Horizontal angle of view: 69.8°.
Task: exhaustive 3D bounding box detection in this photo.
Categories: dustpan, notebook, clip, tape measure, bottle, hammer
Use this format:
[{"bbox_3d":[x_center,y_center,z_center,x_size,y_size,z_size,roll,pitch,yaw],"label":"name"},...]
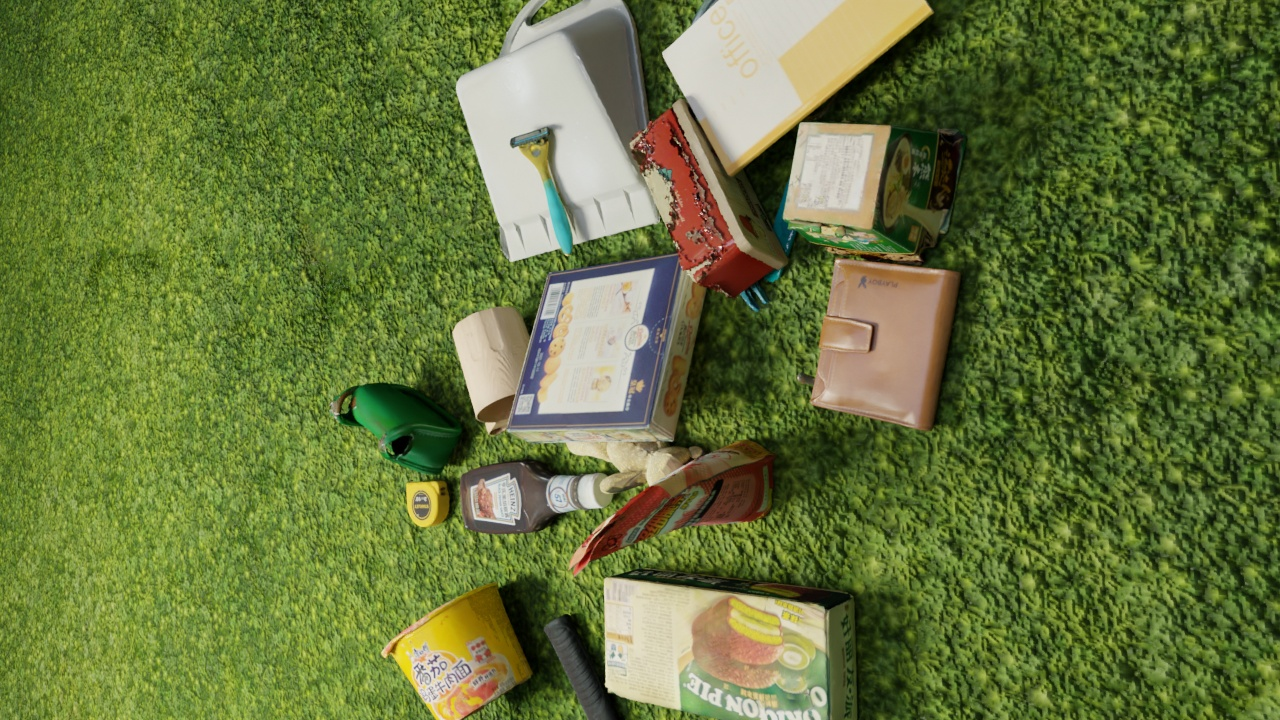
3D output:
[{"bbox_3d":[-0.079,-0.271,0.997,0.223,0.142,0.258,-9,113,37],"label":"dustpan"},{"bbox_3d":[0.122,-0.273,0.769,0.207,0.010,0.145,-36,68,30],"label":"notebook"},{"bbox_3d":[0.099,-0.070,0.854,0.047,0.014,0.057,-45,62,25],"label":"clip"},{"bbox_3d":[-0.254,0.172,1.109,0.060,0.028,0.057,-8,83,37],"label":"tape measure"},{"bbox_3d":[-0.115,0.147,0.995,0.195,0.044,0.080,-10,84,36],"label":"bottle"},{"bbox_3d":[-0.019,0.398,0.924,0.129,0.032,0.300,-42,65,27],"label":"hammer"}]

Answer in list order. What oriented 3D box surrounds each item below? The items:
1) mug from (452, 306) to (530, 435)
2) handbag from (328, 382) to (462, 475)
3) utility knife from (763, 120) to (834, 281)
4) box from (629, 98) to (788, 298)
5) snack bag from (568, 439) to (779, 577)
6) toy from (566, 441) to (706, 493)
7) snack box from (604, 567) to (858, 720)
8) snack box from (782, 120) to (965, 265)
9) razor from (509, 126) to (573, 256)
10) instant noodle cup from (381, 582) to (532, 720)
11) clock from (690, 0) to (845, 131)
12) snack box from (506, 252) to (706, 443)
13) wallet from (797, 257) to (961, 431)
[{"bbox_3d":[-0.160,0.013,1.018,0.125,0.084,0.103,-49,57,56],"label":"mug"},{"bbox_3d":[-0.286,0.079,1.080,0.131,0.120,0.068,32,102,35],"label":"handbag"},{"bbox_3d":[0.139,-0.143,0.825,0.029,0.013,0.151,28,106,41],"label":"utility knife"},{"bbox_3d":[0.053,-0.141,0.832,0.081,0.091,0.168,-34,63,26],"label":"box"},{"bbox_3d":[0.038,0.120,0.776,0.129,0.207,0.073,-42,70,30],"label":"snack bag"},{"bbox_3d":[-0.009,0.092,0.910,0.157,0.066,0.105,19,58,40],"label":"toy"},{"bbox_3d":[0.075,0.259,0.835,0.241,0.063,0.114,-4,87,37],"label":"snack box"},{"bbox_3d":[0.179,-0.144,0.737,0.118,0.105,0.117,13,96,36],"label":"snack box"},{"bbox_3d":[-0.094,-0.173,0.954,0.043,0.028,0.132,-17,107,5],"label":"razor"},{"bbox_3d":[-0.191,0.325,1.000,0.138,0.137,0.109,-40,74,29],"label":"instant noodle cup"},{"bbox_3d":[0.117,-0.271,0.817,0.158,0.059,0.117,41,112,32],"label":"clock"},{"bbox_3d":[-0.033,-0.009,0.894,0.183,0.045,0.177,-4,64,37],"label":"snack box"},{"bbox_3d":[0.198,-0.016,0.769,0.119,0.035,0.130,11,95,31],"label":"wallet"}]
